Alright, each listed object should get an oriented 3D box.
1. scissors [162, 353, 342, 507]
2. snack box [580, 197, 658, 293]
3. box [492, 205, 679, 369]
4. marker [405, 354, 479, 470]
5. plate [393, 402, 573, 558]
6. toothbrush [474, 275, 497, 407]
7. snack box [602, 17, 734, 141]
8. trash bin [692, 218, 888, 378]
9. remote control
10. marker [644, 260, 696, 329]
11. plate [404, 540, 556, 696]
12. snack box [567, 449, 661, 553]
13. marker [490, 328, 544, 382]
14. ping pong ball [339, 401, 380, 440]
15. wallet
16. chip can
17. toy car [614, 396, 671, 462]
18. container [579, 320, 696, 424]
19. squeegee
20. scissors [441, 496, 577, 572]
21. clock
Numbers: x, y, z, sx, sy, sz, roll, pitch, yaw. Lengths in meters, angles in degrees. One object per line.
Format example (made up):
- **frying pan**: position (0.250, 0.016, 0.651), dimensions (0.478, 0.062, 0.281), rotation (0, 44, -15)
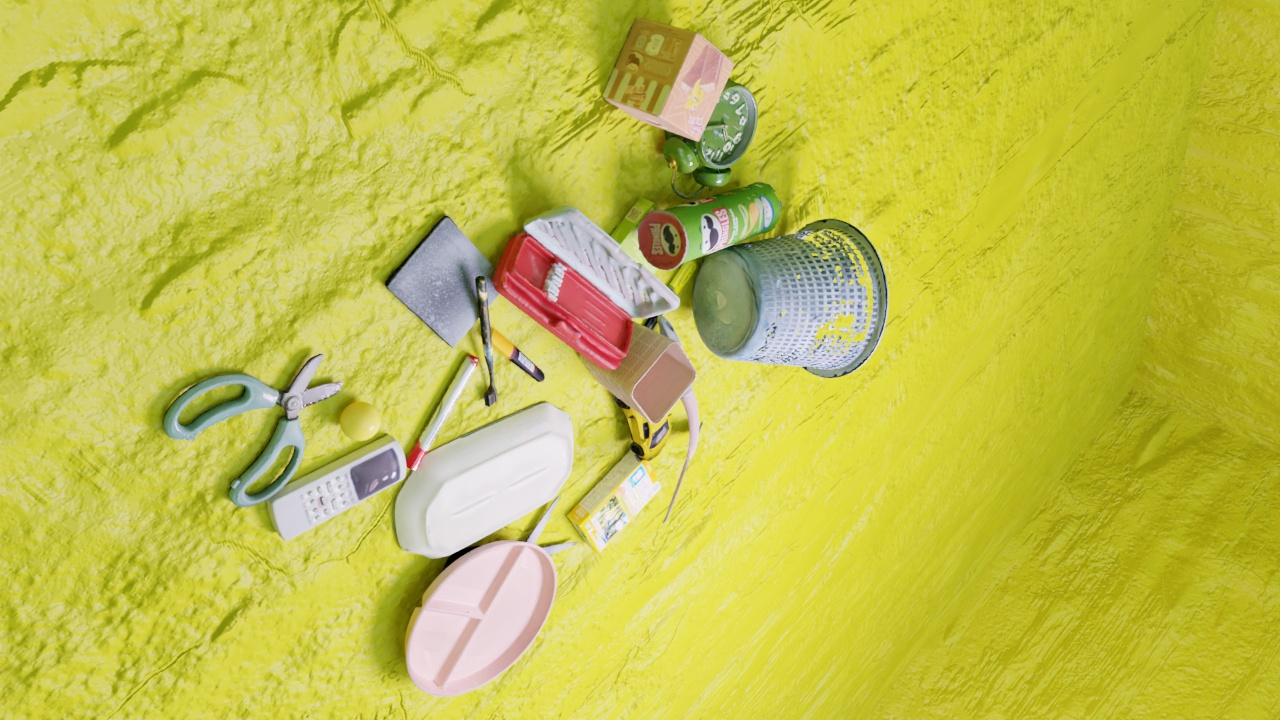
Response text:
- **scissors**: position (-0.365, 0.073, 0.882), dimensions (0.169, 0.019, 0.181), rotation (-19, 127, -41)
- **snack box**: position (-0.021, -0.114, 1.130), dimensions (0.156, 0.026, 0.086), rotation (-53, 142, -7)
- **box**: position (-0.055, -0.077, 1.023), dimensions (0.201, 0.101, 0.102), rotation (38, 58, -38)
- **marker**: position (-0.223, 0.058, 1.031), dimensions (0.017, 0.017, 0.145), rotation (28, 92, -52)
- **plate**: position (-0.178, 0.153, 1.130), dimensions (0.265, 0.034, 0.162), rotation (-23, 130, -37)
- **toothbrush**: position (-0.172, -0.017, 1.017), dimensions (0.017, 0.012, 0.186), rotation (-49, 154, -40)
- **snack box**: position (0.030, -0.306, 1.003), dimensions (0.077, 0.093, 0.094), rotation (15, 102, -52)
- **trash bin**: position (0.189, -0.081, 1.256), dimensions (0.194, 0.226, 0.227), rotation (-5, 119, -33)
- **remote control**: position (-0.318, 0.134, 0.972), dimensions (0.149, 0.021, 0.058), rotation (-28, 133, -32)
- **marker**: position (0.036, -0.081, 1.226), dimensions (0.124, 0.015, 0.018), rotation (-56, 139, -1)
- **plate**: position (-0.206, 0.330, 1.189), dimensions (0.228, 0.028, 0.230), rotation (-25, 129, -35)
- **snack box**: position (-0.035, 0.203, 1.325), dimensions (0.140, 0.034, 0.087), rotation (-47, 141, -18)
- **marker**: position (-0.146, -0.004, 1.076), dimensions (0.124, 0.015, 0.018), rotation (46, 46, -54)
- **ping pong ball**: position (-0.287, 0.062, 0.941), dimensions (0.040, 0.040, 0.040), rotation (-27, 132, -34)
- **wallet**: position (-0.201, -0.081, 0.961), dimensions (0.097, 0.019, 0.121), rotation (-52, 141, -12)
- **chip can**: position (0.092, -0.172, 1.151), dimensions (0.235, 0.072, 0.072), rotation (-26, 132, -49)
- **toy car**: position (0.010, 0.074, 1.262), dimensions (0.071, 0.041, 0.156), rotation (-43, 133, -36)
- **container**: position (-0.007, 0.007, 1.158), dimensions (0.089, 0.111, 0.090), rotation (-50, 142, -12)
- **squeegee**: position (0.057, 0.052, 1.262), dimensions (0.247, 0.040, 0.250), rotation (-61, 145, -59)
- **scissors**: position (-0.175, 0.283, 1.232), dimensions (0.233, 0.022, 0.221), rotation (3, 112, -48)
- **clock**: position (0.082, -0.273, 1.113), dimensions (0.116, 0.056, 0.161), rotation (14, 104, -50)
